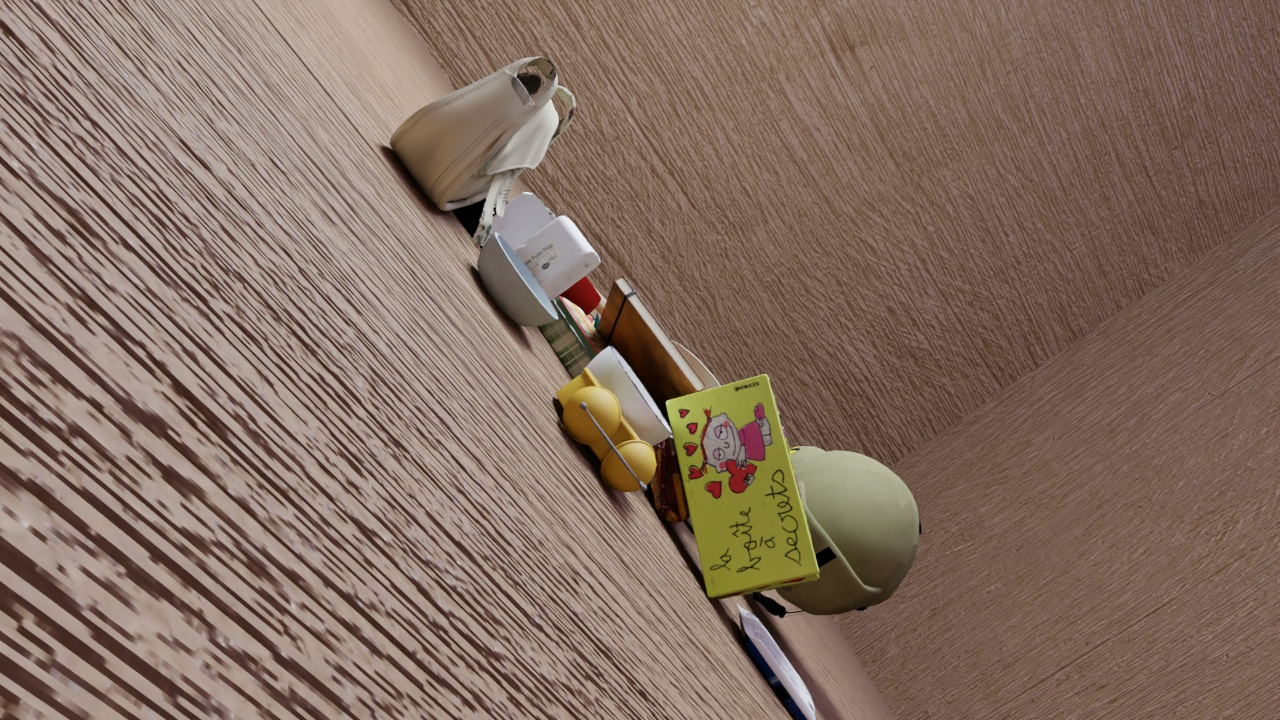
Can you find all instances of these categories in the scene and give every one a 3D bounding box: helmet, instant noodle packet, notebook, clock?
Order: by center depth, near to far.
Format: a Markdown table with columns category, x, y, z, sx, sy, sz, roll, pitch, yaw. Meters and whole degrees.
| category | x | y | z | sx | sy | sz | roll | pitch | yaw |
| --- | --- | --- | --- | --- | --- | --- | --- | --- | --- |
| clock | -0.031 | 0.066 | 0.845 | 0.113 | 0.052 | 0.152 | 55 | -2 | -11 |
| instant noodle packet | 0.146 | 0.326 | 0.978 | 0.134 | 0.026 | 0.087 | 55 | 3 | -4 |
| instant noodle packet | 0.035 | 0.135 | 1.051 | 0.135 | 0.040 | 0.098 | 38 | 36 | -80 |
| notebook | -0.006 | 0.007 | 1.151 | 0.178 | 0.014 | 0.250 | 54 | -22 | 12 |
| helmet | 0.258 | 0.244 | 1.279 | 0.250 | 0.255 | 0.233 | 54 | 0 | 5 |

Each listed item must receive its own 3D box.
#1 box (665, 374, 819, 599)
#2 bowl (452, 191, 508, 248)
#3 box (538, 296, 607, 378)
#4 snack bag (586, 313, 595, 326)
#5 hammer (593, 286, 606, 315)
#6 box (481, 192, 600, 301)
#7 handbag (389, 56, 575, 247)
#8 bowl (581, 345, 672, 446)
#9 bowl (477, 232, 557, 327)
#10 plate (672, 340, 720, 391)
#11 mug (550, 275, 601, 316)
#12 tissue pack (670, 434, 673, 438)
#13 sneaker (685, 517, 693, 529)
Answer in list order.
| category | x | y | z | sx | sy | sz | roll | pitch | yaw |
| --- | --- | --- | --- | --- | --- | --- | --- | --- | --- |
| box | 0.112 | 0.140 | 0.996 | 0.082 | 0.124 | 0.220 | 53 | 26 | -65 |
| bowl | -0.187 | -0.183 | 1.101 | 0.124 | 0.052 | 0.124 | 55 | 3 | -5 |
| box | -0.048 | 0.020 | 1.116 | 0.205 | 0.050 | 0.117 | 55 | 2 | 10 |
| snack bag | -0.064 | -0.020 | 1.378 | 0.144 | 0.039 | 0.130 | 64 | -2 | -21 |
| hammer | -0.030 | -0.051 | 1.340 | 0.323 | 0.051 | 0.117 | 47 | 1 | 22 |
| box | -0.126 | -0.136 | 1.038 | 0.130 | 0.110 | 0.103 | 56 | 3 | 4 |
| handbag | -0.141 | -0.226 | 0.980 | 0.132 | 0.184 | 0.229 | 53 | 5 | -8 |
| bowl | -0.024 | 0.049 | 0.974 | 0.116 | 0.066 | 0.116 | 55 | 3 | -4 |
| bowl | -0.129 | -0.074 | 0.921 | 0.106 | 0.039 | 0.106 | 55 | 3 | -5 |
| plate | 0.053 | 0.053 | 1.156 | 0.189 | 0.027 | 0.189 | 43 | -24 | 25 |
| mug | -0.114 | -0.096 | 1.244 | 0.082 | 0.073 | 0.106 | 54 | -25 | -20 |
| tissue pack | 0.053 | 0.102 | 1.503 | 0.181 | 0.071 | 0.104 | 58 | -14 | 17 |
| sneaker | 0.089 | 0.153 | 1.271 | 0.090 | 0.104 | 0.236 | 55 | 3 | -7 |
